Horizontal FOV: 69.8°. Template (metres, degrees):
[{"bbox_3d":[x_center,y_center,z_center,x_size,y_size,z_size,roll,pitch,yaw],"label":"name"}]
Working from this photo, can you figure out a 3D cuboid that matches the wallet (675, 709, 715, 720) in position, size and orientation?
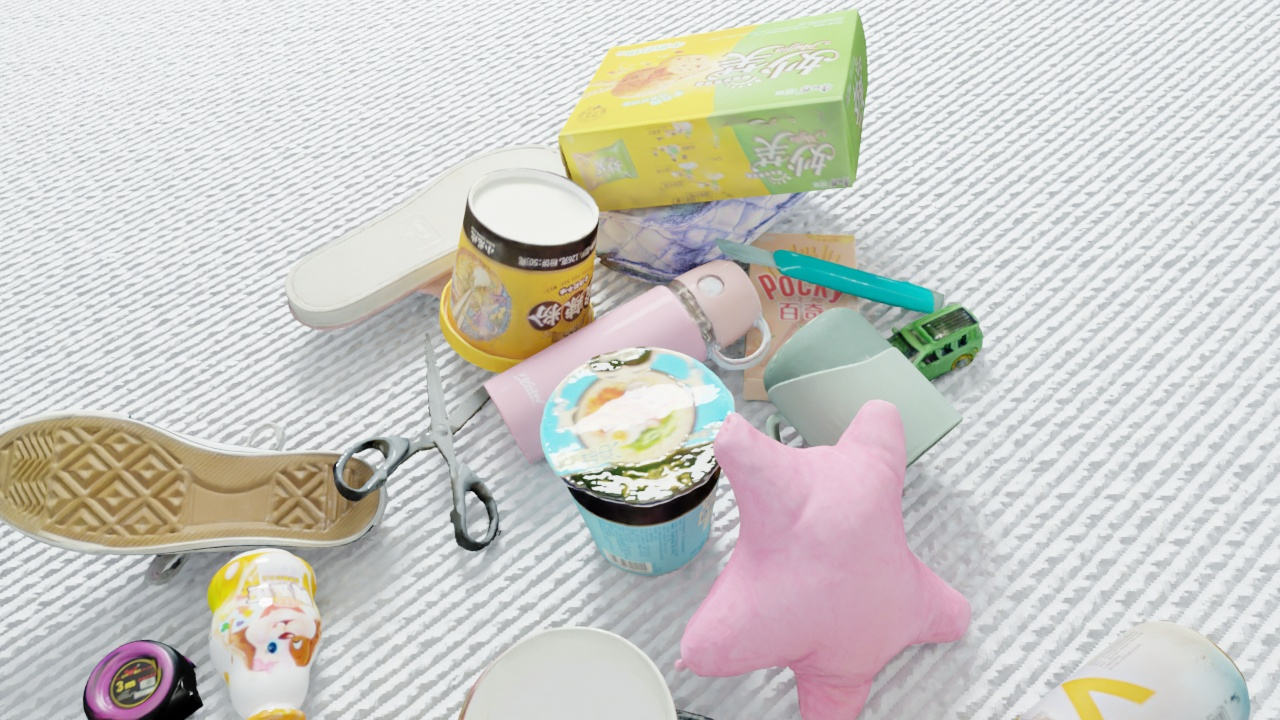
[{"bbox_3d":[-0.024,0.231,0.500,0.121,0.019,0.097,8,52,15],"label":"wallet"}]

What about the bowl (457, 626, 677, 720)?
[{"bbox_3d":[-0.034,0.202,0.473,0.113,0.062,0.113,-4,52,5],"label":"bowl"}]

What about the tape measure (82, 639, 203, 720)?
[{"bbox_3d":[-0.294,0.197,0.544,0.057,0.039,0.058,-35,60,-22],"label":"tape measure"}]

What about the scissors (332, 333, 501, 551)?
[{"bbox_3d":[-0.136,0.054,0.632,0.159,0.014,0.180,51,41,9],"label":"scissors"}]

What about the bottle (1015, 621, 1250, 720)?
[{"bbox_3d":[0.219,0.205,0.460,0.189,0.068,0.068,-29,53,-17],"label":"bottle"}]

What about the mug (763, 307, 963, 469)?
[{"bbox_3d":[0.130,0.035,0.597,0.112,0.082,0.106,-47,73,21],"label":"mug"}]

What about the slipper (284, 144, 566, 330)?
[{"bbox_3d":[-0.165,-0.100,0.769,0.273,0.054,0.114,-36,55,-26],"label":"slipper"}]

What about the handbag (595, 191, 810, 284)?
[{"bbox_3d":[0.054,-0.140,0.758,0.193,0.076,0.134,-40,41,-25],"label":"handbag"}]

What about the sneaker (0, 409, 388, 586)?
[{"bbox_3d":[-0.291,0.088,0.605,0.241,0.088,0.118,6,72,-14],"label":"sneaker"}]

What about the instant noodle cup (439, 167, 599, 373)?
[{"bbox_3d":[-0.085,-0.069,0.676,0.118,0.115,0.118,9,42,-8],"label":"instant noodle cup"}]

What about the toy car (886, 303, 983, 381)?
[{"bbox_3d":[0.204,-0.009,0.664,0.091,0.036,0.043,-27,54,-11],"label":"toy car"}]

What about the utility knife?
[{"bbox_3d":[0.144,-0.063,0.682,0.196,0.013,0.029,13,52,-17],"label":"utility knife"}]

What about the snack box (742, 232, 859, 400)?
[{"bbox_3d":[0.123,-0.036,0.701,0.084,0.026,0.157,2,51,8],"label":"snack box"}]

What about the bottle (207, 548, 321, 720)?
[{"bbox_3d":[-0.222,0.168,0.544,0.063,0.063,0.108,-17,51,-8],"label":"bottle"}]

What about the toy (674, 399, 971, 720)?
[{"bbox_3d":[0.090,0.112,0.501,0.178,0.194,0.075,-28,13,-19],"label":"toy"}]

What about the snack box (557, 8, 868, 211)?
[{"bbox_3d":[0.060,-0.190,0.696,0.210,0.070,0.157,-2,41,20],"label":"snack box"}]

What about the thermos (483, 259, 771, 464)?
[{"bbox_3d":[-0.004,0.004,0.645,0.198,0.067,0.087,-28,65,-10],"label":"thermos"}]

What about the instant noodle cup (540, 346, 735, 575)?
[{"bbox_3d":[0.003,0.070,0.564,0.111,0.121,0.111,-3,51,4],"label":"instant noodle cup"}]
